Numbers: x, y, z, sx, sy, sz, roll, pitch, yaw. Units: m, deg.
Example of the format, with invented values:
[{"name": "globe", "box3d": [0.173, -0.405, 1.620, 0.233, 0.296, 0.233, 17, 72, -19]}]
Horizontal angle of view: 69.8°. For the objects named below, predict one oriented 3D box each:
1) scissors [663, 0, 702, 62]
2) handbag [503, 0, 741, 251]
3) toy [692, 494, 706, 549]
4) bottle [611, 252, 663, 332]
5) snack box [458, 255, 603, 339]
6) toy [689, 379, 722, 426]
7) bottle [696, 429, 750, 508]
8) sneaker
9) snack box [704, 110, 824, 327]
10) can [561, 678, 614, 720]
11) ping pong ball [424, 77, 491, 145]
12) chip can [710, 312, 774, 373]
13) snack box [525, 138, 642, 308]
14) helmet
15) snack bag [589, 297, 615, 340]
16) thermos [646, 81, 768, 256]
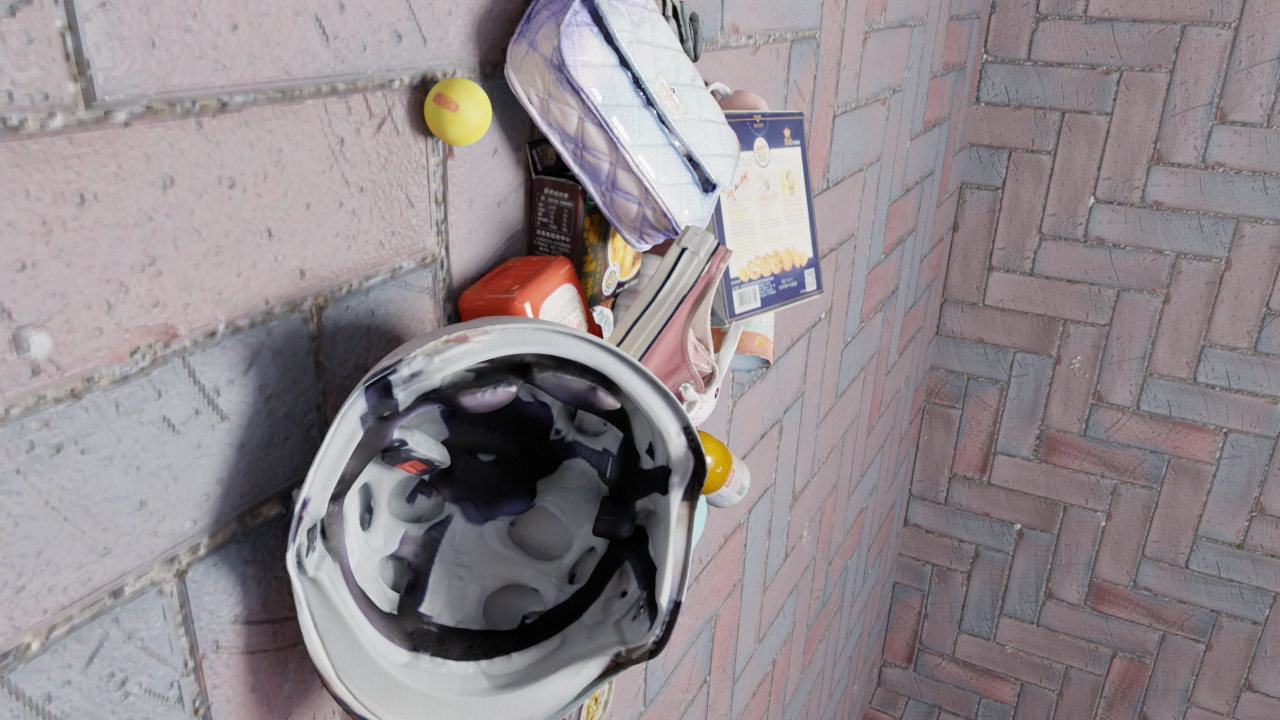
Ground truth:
[{"name": "scissors", "box3d": [0.027, -0.329, 0.799, 0.150, 0.014, 0.171, -17, 114, -60]}, {"name": "handbag", "box3d": [-0.003, -0.182, 0.656, 0.194, 0.076, 0.133, 49, 46, -37]}, {"name": "toy", "box3d": [0.021, 0.216, 1.003, 0.161, 0.050, 0.156, -39, 142, -33]}, {"name": "bottle", "box3d": [-0.005, 0.005, 0.826, 0.068, 0.068, 0.197, 22, 82, -65]}, {"name": "snack box", "box3d": [-0.078, -0.026, 0.647, 0.091, 0.082, 0.080, -48, 133, -50]}, {"name": "toy", "box3d": [0.061, -0.005, 0.984, 0.121, 0.054, 0.159, 69, 34, -46]}, {"name": "bottle", "box3d": [0.074, 0.122, 1.050, 0.189, 0.068, 0.068, 43, 63, -62]}, {"name": "sneaker", "box3d": [0.012, 0.009, 0.689, 0.242, 0.088, 0.118, -56, 180, 38]}, {"name": "snack box", "box3d": [0.099, -0.134, 0.842, 0.177, 0.046, 0.182, -18, 102, -49]}, {"name": "can", "box3d": [-0.088, 0.232, 0.684, 0.053, 0.133, 0.053, -39, 136, -53]}, {"name": "ping pong ball", "box3d": [-0.111, -0.151, 0.557, 0.040, 0.040, 0.040, -40, 136, -53]}, {"name": "chip can", "box3d": [0.108, -0.097, 0.950, 0.071, 0.071, 0.214, 41, 51, -62]}, {"name": "snack box", "box3d": [-0.042, -0.110, 0.721, 0.113, 0.053, 0.126, -34, 137, -56]}, {"name": "helmet", "box3d": [-0.089, 0.088, 0.559, 0.146, 0.229, 0.259, -117, -138, -69]}, {"name": "snack bag", "box3d": [-0.045, -0.007, 0.784, 0.048, 0.026, 0.104, 15, 89, -68]}, {"name": "thermos", "box3d": [0.065, -0.180, 0.895, 0.087, 0.067, 0.198, 37, 66, -32]}]
